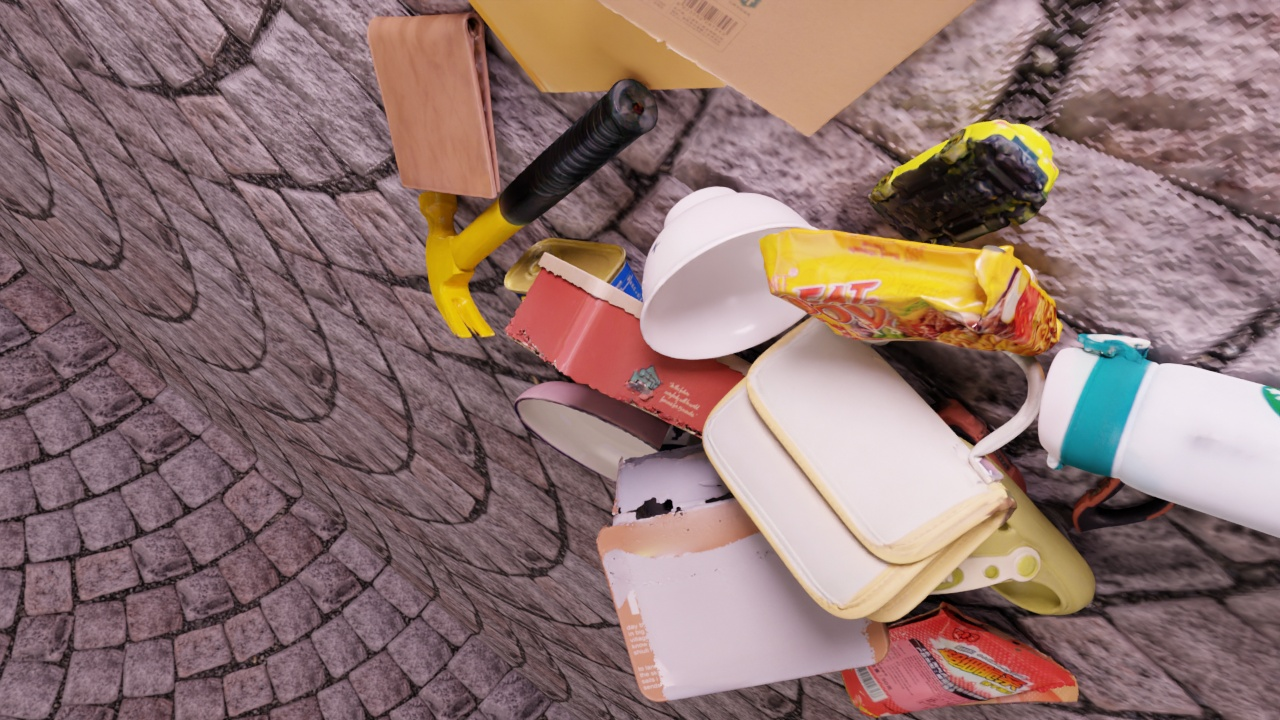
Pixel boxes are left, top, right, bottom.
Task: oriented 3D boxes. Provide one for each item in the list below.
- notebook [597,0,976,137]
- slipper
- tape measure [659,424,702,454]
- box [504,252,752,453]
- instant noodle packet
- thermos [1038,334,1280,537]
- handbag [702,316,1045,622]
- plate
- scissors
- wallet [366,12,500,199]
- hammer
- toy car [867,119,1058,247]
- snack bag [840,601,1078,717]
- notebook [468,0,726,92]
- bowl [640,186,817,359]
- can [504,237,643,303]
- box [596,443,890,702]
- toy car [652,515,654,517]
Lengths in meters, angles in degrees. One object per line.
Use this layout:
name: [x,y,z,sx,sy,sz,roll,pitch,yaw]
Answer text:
notebook: [0.068,-0.175,0.365,0.147,0.008,0.208,28,156,-15]
slipper: [0.202,0.114,0.578,0.190,0.081,0.092,39,155,-10]
tape measure: [0.051,0.073,0.744,0.065,0.065,0.034,37,155,-33]
box: [-0.003,0.004,0.609,0.168,0.078,0.091,27,-178,-37]
instant noodle packet: [0.134,-0.033,0.464,0.129,0.044,0.110,11,173,38]
thermos: [0.297,0.047,0.409,0.224,0.073,0.073,20,148,32]
handbag: [0.134,0.040,0.526,0.063,0.179,0.163,16,-149,-48]
plate: [-0.021,0.070,0.831,0.192,0.039,0.193,24,160,9]
scissors: [0.260,0.092,0.579,0.225,0.015,0.189,48,151,-20]
wallet: [-0.135,-0.167,0.605,0.101,0.020,0.115,16,121,38]
hammer: [-0.082,-0.103,0.617,0.302,0.032,0.128,-24,74,55]
toy car: [0.148,-0.082,0.427,0.048,0.032,0.105,39,165,-8]
snack bag: [0.259,0.266,0.800,0.128,0.073,0.208,35,148,-3]
notebook: [-0.058,-0.208,0.451,0.146,0.010,0.206,12,157,41]
bowl: [0.047,-0.060,0.531,0.118,0.118,0.064,91,161,-58]
can: [-0.040,-0.041,0.691,0.102,0.057,0.083,12,145,42]
box: [0.076,0.148,0.650,0.182,0.165,0.150,-13,135,18]
toy car: [0.050,0.147,0.884,0.091,0.043,0.036,10,144,41]
